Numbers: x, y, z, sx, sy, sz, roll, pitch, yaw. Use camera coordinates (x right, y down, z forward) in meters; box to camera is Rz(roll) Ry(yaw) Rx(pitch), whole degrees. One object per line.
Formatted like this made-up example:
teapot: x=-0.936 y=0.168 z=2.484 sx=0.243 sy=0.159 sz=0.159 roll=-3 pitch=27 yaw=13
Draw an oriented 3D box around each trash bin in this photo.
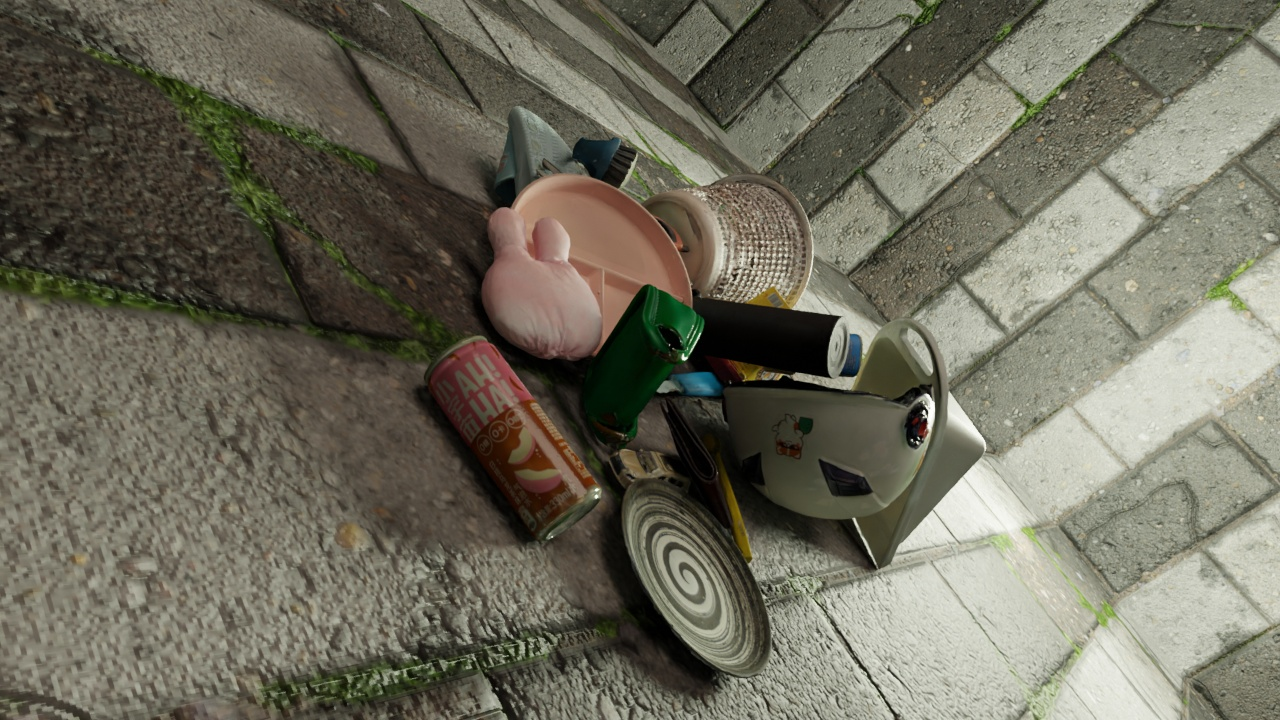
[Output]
trash bin: x=0.088 y=-0.146 z=1.233 sx=0.191 sy=0.228 sz=0.227 roll=-7 pitch=55 yaw=-51

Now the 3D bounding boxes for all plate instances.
plate: x=0.041 y=0.174 z=0.739 sx=0.179 sy=0.024 sz=0.179 roll=40 pitch=25 yaw=-24
plate: x=-0.044 y=-0.094 z=0.967 sx=0.229 sy=0.028 sz=0.229 roll=19 pitch=55 yaw=-29

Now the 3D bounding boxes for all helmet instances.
helmet: x=0.206 y=0.098 z=1.018 sx=0.273 sy=0.230 sz=0.157 roll=1 pitch=92 yaw=-62

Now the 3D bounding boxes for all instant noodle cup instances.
instant noodle cup: x=0.151 y=-0.022 z=1.191 sx=0.116 sy=0.124 sz=0.116 roll=58 pitch=9 yaw=30

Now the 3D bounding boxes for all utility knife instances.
utility knife: x=0.054 y=0.028 z=1.065 sx=0.034 sy=0.018 sz=0.216 roll=55 pitch=18 yaw=15

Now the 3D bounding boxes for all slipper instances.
slipper: x=-0.119 y=-0.187 z=1.061 sx=0.104 sy=0.074 sz=0.245 roll=29 pitch=42 yaw=-44

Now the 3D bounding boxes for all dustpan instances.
dustpan: x=0.310 y=0.083 z=1.160 sx=0.142 sy=0.258 sz=0.222 roll=30 pitch=25 yaw=-28

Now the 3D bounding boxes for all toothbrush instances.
toothbrush: x=0.086 y=0.135 z=0.934 sx=0.016 sy=0.016 sz=0.189 roll=32 pitch=23 yaw=-24

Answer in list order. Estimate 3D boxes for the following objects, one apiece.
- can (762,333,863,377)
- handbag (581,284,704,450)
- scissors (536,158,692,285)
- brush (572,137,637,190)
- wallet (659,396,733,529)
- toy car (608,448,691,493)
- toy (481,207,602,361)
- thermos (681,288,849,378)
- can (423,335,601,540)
can: x=0.203 y=-0.010 z=1.087 sx=0.083 sy=0.057 sz=0.102 roll=5 pitch=1 yaw=-16
handbag: x=0.001 y=0.007 z=0.838 sx=0.068 sy=0.132 sz=0.120 roll=29 pitch=27 yaw=-13
scissors: x=-0.023 y=-0.163 z=1.058 sx=0.203 sy=0.015 sz=0.202 roll=-17 pitch=75 yaw=-49
brush: x=-0.044 y=-0.234 z=1.073 sx=0.073 sy=0.055 sz=0.144 roll=28 pitch=5 yaw=-7
wallet: x=0.052 y=0.098 z=0.858 sx=0.096 sy=0.020 sz=0.122 roll=60 pitch=-5 yaw=31
toy car: x=0.008 y=0.100 z=0.810 sx=0.090 sy=0.035 sz=0.042 roll=21 pitch=31 yaw=-47
toy: x=-0.093 y=-0.070 z=0.856 sx=0.121 sy=0.054 sz=0.159 roll=10 pitch=56 yaw=-35
thermos: x=0.111 y=-0.042 z=1.030 sx=0.089 sy=0.243 sz=0.068 roll=-55 pitch=143 yaw=-34
can: x=-0.091 y=0.054 z=0.652 sx=0.147 sy=0.058 sz=0.057 roll=51 pitch=20 yaw=13
